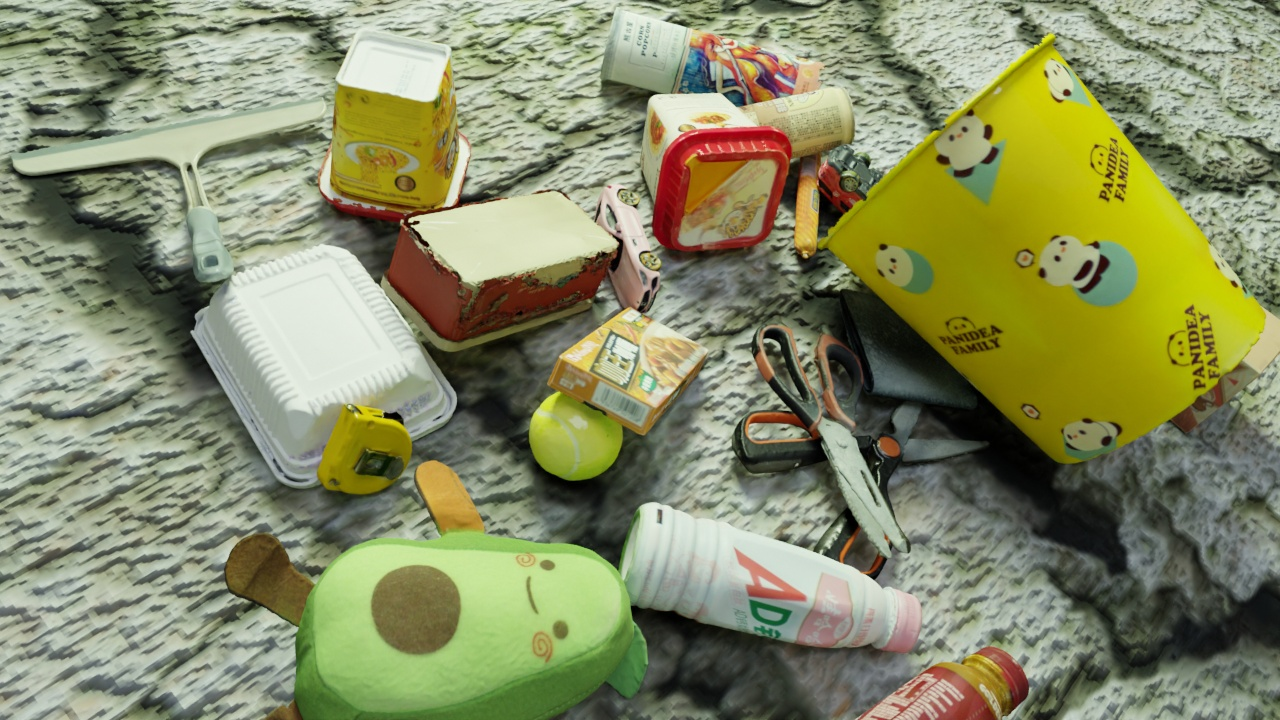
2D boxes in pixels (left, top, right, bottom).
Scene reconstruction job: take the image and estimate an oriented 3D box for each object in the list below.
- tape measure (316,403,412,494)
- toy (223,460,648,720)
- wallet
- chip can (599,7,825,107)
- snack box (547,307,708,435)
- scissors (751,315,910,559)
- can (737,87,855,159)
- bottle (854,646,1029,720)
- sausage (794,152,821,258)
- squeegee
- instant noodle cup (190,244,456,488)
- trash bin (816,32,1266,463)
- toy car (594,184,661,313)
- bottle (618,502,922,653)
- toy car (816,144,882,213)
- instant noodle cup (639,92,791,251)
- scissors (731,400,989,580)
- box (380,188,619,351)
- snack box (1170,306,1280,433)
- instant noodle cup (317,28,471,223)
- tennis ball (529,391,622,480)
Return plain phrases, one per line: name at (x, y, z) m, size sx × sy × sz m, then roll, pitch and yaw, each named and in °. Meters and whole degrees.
tape measure at (-0.179, 0.062, 0.607) m, size 0.057 × 0.060 × 0.029 m, roll 17°, pitch 13°, yaw -47°
toy at (-0.116, 0.160, 0.532) m, size 0.246 × 0.090 × 0.226 m, roll -6°, pitch 62°, yaw -14°
wallet at (0.224, -0.011, 0.778) m, size 0.097 × 0.019 × 0.120 m, roll 9°, pitch 46°, yaw -16°
chip can at (0.071, -0.292, 0.924) m, size 0.214 × 0.071 × 0.071 m, roll 14°, pitch 52°, yaw -4°
snack box at (-0.004, 0.004, 0.669) m, size 0.075 × 0.026 × 0.153 m, roll 28°, pitch 22°, yaw 8°
scissors at (0.157, 0.050, 0.697) m, size 0.206 × 0.015 × 0.194 m, roll 37°, pitch 46°, yaw 14°
can at (0.141, -0.222, 0.878) m, size 0.116 × 0.059 × 0.058 m, roll -12°, pitch 56°, yaw -1°
bottle at (0.167, 0.234, 0.564) m, size 0.174 × 0.058 × 0.057 m, roll -22°, pitch 62°, yaw -26°
sausage at (0.160, -0.155, 0.874) m, size 0.021 × 0.022 × 0.164 m, roll 14°, pitch 52°, yaw -3°
squeegee at (-0.336, -0.115, 0.698) m, size 0.246 × 0.039 × 0.246 m, roll -18°, pitch 43°, yaw -20°
instant noodle cup at (-0.225, -0.010, 0.651) m, size 0.137 × 0.060 × 0.173 m, roll -27°, pitch 65°, yaw -29°
trash bin at (0.308, -0.075, 0.712) m, size 0.229 × 0.230 × 0.255 m, roll -38°, pitch 84°, yaw -33°
toy car at (-0.015, -0.094, 0.765) m, size 0.037 × 0.056 × 0.122 m, roll -5°, pitch 55°, yaw -21°
bottle at (0.086, 0.149, 0.604) m, size 0.197 × 0.068 × 0.068 m, roll 16°, pitch 52°, yaw -5°
toy car at (0.219, -0.151, 0.868) m, size 0.120 × 0.045 × 0.052 m, roll 41°, pitch 48°, yaw -2°
instant noodle cup at (0.056, -0.173, 0.814) m, size 0.116 × 0.117 × 0.124 m, roll -7°, pitch 44°, yaw -18°
scissors at (0.174, 0.083, 0.704) m, size 0.221 × 0.022 × 0.223 m, roll 14°, pitch 50°, yaw -9°
box at (-0.097, -0.077, 0.688) m, size 0.091 × 0.079 × 0.167 m, roll 44°, pitch 38°, yaw 19°
snack box at (0.482, -0.010, 0.798) m, size 0.076 × 0.095 × 0.093 m, roll -31°, pitch 66°, yaw -30°
instant noodle cup at (-0.199, -0.191, 0.750) m, size 0.116 × 0.124 × 0.116 m, roll 10°, pitch 52°, yaw -7°
tennis ball at (-0.045, 0.052, 0.644) m, size 0.065 × 0.066 × 0.065 m, roll 7°, pitch 53°, yaw -9°
